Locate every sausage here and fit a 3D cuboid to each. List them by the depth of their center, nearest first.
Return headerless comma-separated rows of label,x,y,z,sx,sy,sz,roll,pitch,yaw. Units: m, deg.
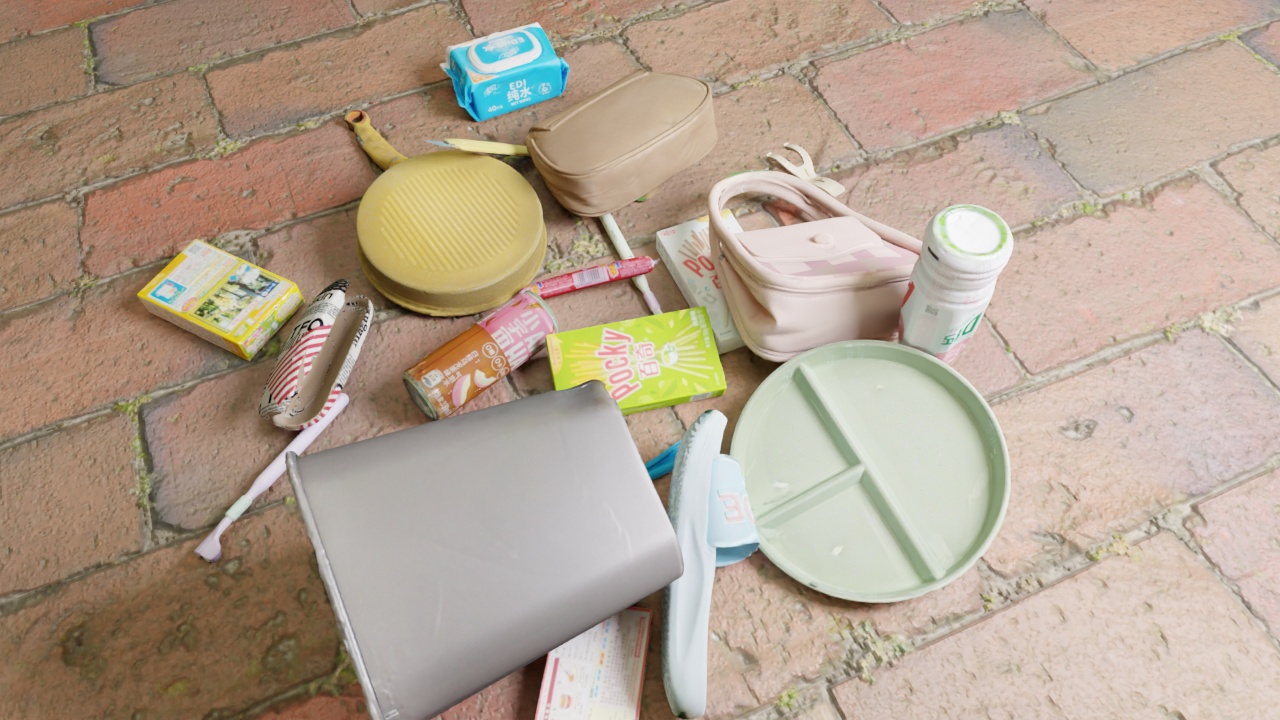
sausage,-0.056,-0.082,0.926,0.156,0.020,0.020,-13,55,5

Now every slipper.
slipper,0.057,0.152,0.720,0.074,0.104,0.245,5,65,1

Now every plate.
plate,0.191,0.091,0.779,0.230,0.027,0.229,-4,66,9

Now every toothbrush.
toothbrush,-0.325,0.100,0.824,0.029,0.021,0.188,1,46,43
toothbrush,-0.008,-0.094,0.947,0.029,0.020,0.189,-43,52,24

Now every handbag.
handbag,0.155,-0.113,0.900,0.193,0.094,0.234,-9,46,-23
handbag,-0.019,-0.236,1.002,0.204,0.100,0.148,-33,50,-19

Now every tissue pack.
tissue pack,-0.163,-0.349,1.102,0.140,0.063,0.090,-21,57,-12

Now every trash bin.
trash bin,-0.108,0.132,0.654,0.219,0.199,0.199,-20,75,-18

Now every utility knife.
utility knife,-0.164,-0.231,0.989,0.031,0.019,0.176,24,15,27

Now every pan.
pan,-0.244,-0.185,1.004,0.197,0.078,0.357,-28,65,-21

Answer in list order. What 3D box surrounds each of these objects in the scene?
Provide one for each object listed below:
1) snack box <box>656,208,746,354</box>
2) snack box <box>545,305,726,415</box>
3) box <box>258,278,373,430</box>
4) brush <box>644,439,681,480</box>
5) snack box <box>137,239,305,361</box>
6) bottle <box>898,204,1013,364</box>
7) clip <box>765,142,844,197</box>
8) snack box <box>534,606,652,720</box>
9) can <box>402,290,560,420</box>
snack box,0.084,-0.083,0.931,0.084,0.027,0.156,-20,58,-11
snack box,-0.005,0.005,0.859,0.156,0.026,0.085,-10,73,-5
box,-0.305,0.000,0.880,0.075,0.076,0.163,-20,44,33
brush,-0.042,0.119,0.793,0.254,0.046,0.083,-25,55,-19
snack box,-0.426,-0.064,0.933,0.140,0.034,0.086,22,59,18
bottle,0.260,-0.045,0.793,0.068,0.197,0.068,-1,55,1
clip,0.178,-0.201,0.989,0.034,0.076,0.103,-31,49,-18
snack box,-0.038,0.262,0.695,0.077,0.027,0.155,6,56,6
can,-0.149,-0.005,0.866,0.147,0.058,0.058,-37,62,-21
